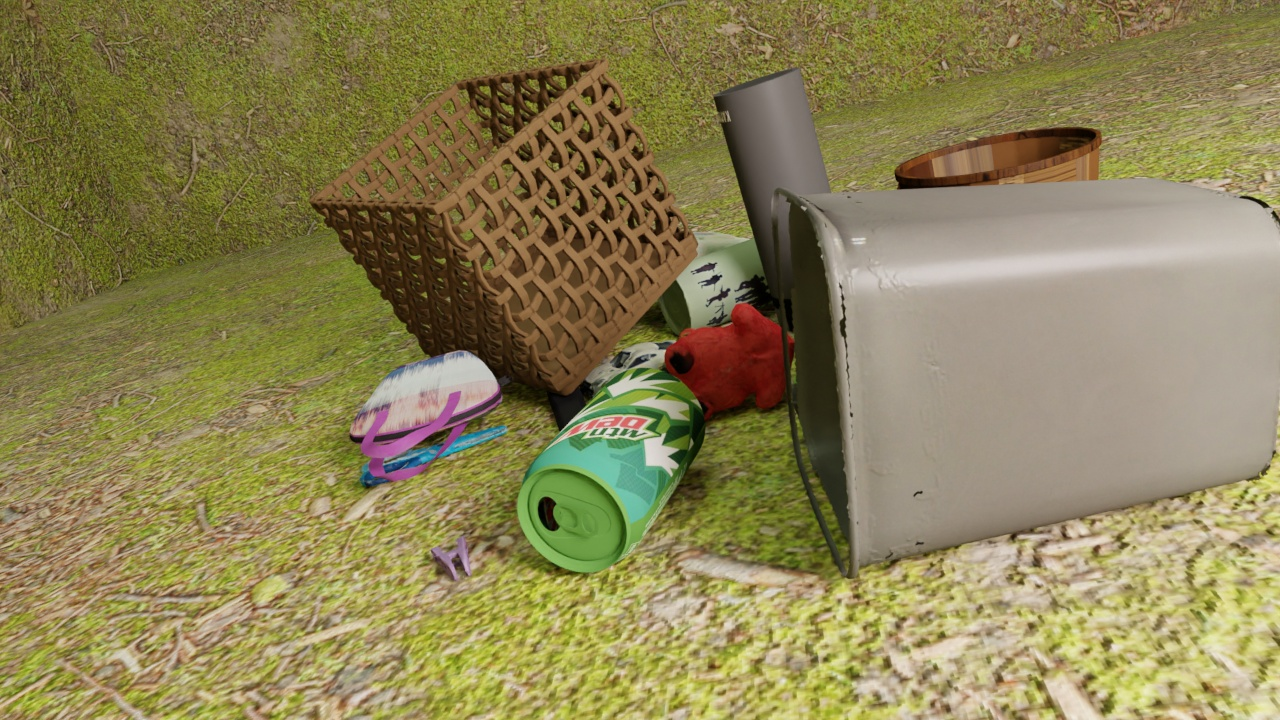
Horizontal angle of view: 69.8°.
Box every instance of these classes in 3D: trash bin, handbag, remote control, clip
[{"bbox_3d":[0.202,-0.009,0.518,0.220,0.197,0.197,-8,18,2],"label":"trash bin"},{"bbox_3d":[-0.189,0.054,0.790,0.144,0.068,0.169,-15,17,5],"label":"handbag"},{"bbox_3d":[-0.066,0.039,0.841,0.032,0.015,0.136,-17,18,-6],"label":"remote control"},{"bbox_3d":[-0.130,0.134,0.616,0.041,0.014,0.052,-13,16,5],"label":"clip"}]

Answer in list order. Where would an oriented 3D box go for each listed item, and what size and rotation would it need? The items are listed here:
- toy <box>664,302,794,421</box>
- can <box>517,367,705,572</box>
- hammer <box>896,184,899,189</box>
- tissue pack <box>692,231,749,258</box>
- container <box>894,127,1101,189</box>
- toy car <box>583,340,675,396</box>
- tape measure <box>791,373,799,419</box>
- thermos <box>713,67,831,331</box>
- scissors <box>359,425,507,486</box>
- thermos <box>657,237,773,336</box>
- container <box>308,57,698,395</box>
[{"bbox_3d":[0.089,-0.007,0.764,0.133,0.088,0.094,-11,8,8],"label":"toy"},{"bbox_3d":[-0.016,0.068,0.606,0.083,0.083,0.143,-6,20,25],"label":"can"},{"bbox_3d":[0.228,-0.089,0.848,0.111,0.028,0.299,-4,37,30],"label":"hammer"},{"bbox_3d":[0.040,-0.114,1.065,0.181,0.070,0.112,-3,13,-23],"label":"tissue pack"},{"bbox_3d":[0.261,-0.066,0.653,0.132,0.167,0.132,-13,18,4],"label":"container"},{"bbox_3d":[-0.005,0.005,0.869,0.105,0.033,0.048,-23,21,-20],"label":"toy car"},{"bbox_3d":[0.140,0.019,0.669,0.036,0.059,0.065,4,24,42],"label":"tape measure"},{"bbox_3d":[0.143,-0.148,0.882,0.082,0.240,0.082,-17,18,6],"label":"thermos"},{"bbox_3d":[-0.183,0.082,0.816,0.135,0.015,0.066,-16,15,-10],"label":"scissors"},{"bbox_3d":[0.134,-0.096,0.996,0.231,0.082,0.082,-22,19,-19],"label":"thermos"},{"bbox_3d":[-0.130,-0.132,0.903,0.252,0.214,0.219,12,52,47],"label":"container"}]
